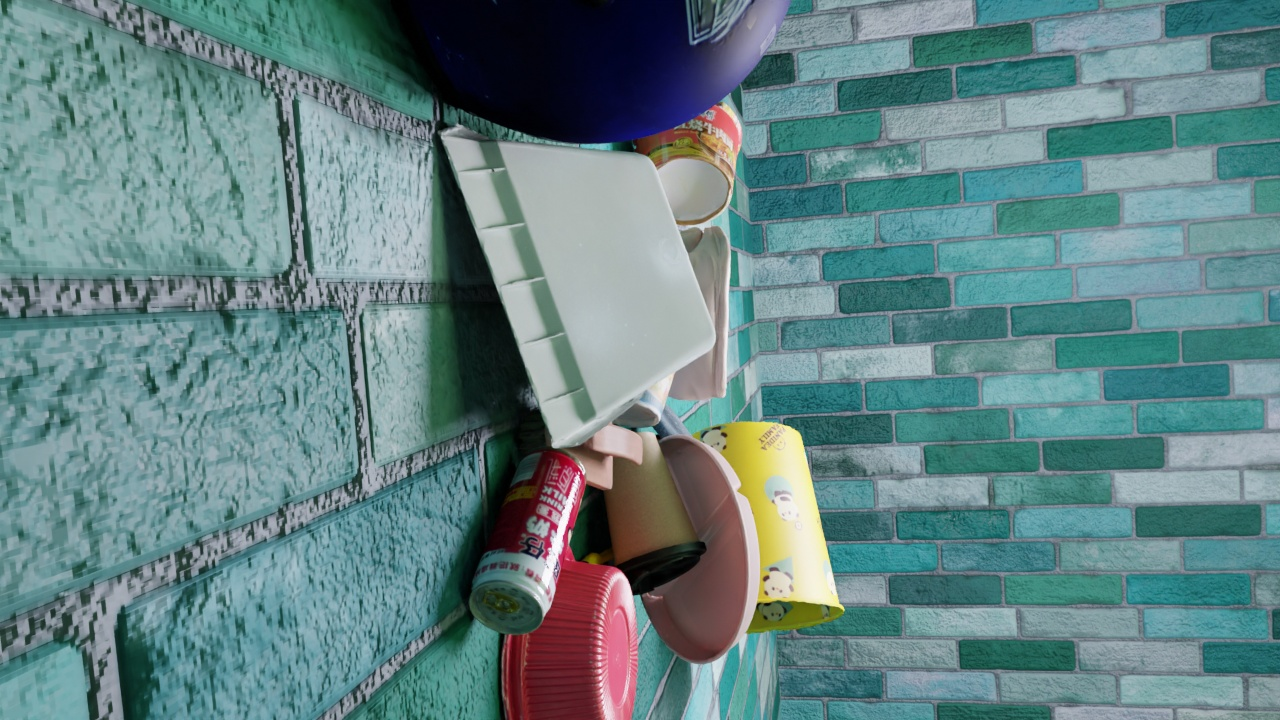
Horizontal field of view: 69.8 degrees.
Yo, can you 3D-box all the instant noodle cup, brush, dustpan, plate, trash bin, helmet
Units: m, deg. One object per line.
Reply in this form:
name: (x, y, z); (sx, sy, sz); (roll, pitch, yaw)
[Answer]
instant noodle cup: (-0.005, 0.005, 0.914); (0.099, 0.099, 0.109); (64, 33, -60)
brush: (-0.045, 0.066, 0.743); (0.145, 0.073, 0.063); (43, 46, -70)
dustpan: (-0.054, -0.055, 0.718); (0.257, 0.143, 0.222); (-19, 89, -46)
instant noodle cup: (0.056, -0.238, 1.121); (0.138, 0.138, 0.108); (72, 16, -50)
plate: (0.052, 0.189, 0.935); (0.230, 0.028, 0.229); (0, -89, 61)
trash bin: (0.151, 0.237, 1.291); (0.230, 0.230, 0.254); (63, 21, -62)
helmet: (-0.021, -0.296, 0.561); (0.246, 0.240, 0.316); (-57, 142, -72)
instant noodle cup: (-0.046, 0.232, 0.717); (0.193, 0.066, 0.194); (-1, 89, -78)

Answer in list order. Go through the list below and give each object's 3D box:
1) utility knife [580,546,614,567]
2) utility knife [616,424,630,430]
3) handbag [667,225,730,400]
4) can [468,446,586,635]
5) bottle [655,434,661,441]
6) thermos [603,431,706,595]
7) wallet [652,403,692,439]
utility knife: (-0.034, 0.198, 0.892); (0.171, 0.015, 0.033); (12, 75, -77)
utility knife: (-0.022, 0.026, 0.995); (0.029, 0.013, 0.218); (-24, 113, -63)
handbag: (0.068, -0.077, 1.117); (0.233, 0.093, 0.193); (-70, 162, -63)
can: (-0.075, 0.121, 0.632); (0.132, 0.053, 0.053); (-75, 158, -55)
bottle: (0.034, 0.116, 1.121); (0.206, 0.060, 0.059); (9, 78, -77)
thermos: (0.004, 0.146, 0.887); (0.093, 0.093, 0.143); (52, 19, -69)
wallet: (0.035, 0.076, 1.047); (0.121, 0.019, 0.097); (38, 12, -51)
